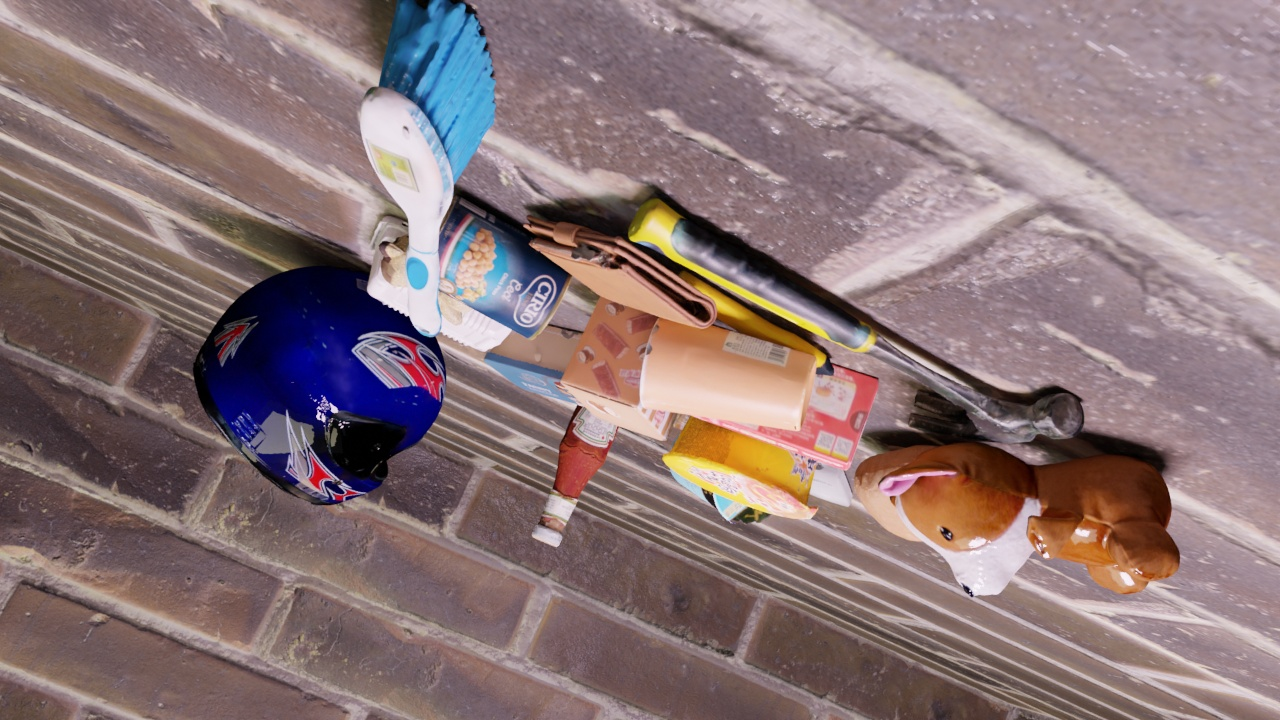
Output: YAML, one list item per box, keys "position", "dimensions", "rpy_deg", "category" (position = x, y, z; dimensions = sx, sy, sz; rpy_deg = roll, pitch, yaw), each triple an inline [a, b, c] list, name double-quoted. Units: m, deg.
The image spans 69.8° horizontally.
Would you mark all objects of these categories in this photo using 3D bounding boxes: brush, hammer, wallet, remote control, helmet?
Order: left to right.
- position: [-0.353, 0.025, 1.104]
  dimensions: [0.247, 0.240, 0.316]
  rpy_deg: [59, 178, 33]
  category: "helmet"
- position: [-0.137, -0.104, 0.600]
  dimensions: [0.060, 0.109, 0.315]
  rpy_deg: [21, 165, -1]
  category: "brush"
- position: [-0.019, -0.066, 0.672]
  dimensions: [0.107, 0.031, 0.132]
  rpy_deg: [33, 173, -37]
  category: "wallet"
- position: [0.218, 0.142, 1.092]
  dimensions: [0.056, 0.019, 0.135]
  rpy_deg: [16, 164, 25]
  category: "remote control"
- position: [0.137, -0.020, 0.631]
  dimensions: [0.323, 0.031, 0.126]
  rpy_deg: [27, 164, -13]
  category: "hammer"

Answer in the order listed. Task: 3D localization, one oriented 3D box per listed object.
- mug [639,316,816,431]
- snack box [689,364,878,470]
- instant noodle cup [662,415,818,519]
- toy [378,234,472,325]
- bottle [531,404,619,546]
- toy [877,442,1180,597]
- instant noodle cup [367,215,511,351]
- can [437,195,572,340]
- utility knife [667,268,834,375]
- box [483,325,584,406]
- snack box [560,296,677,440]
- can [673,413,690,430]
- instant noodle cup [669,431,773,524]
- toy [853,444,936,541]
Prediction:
- position: [0.069, 0.012, 0.704]
  dimensions: [0.123, 0.078, 0.078]
  rpy_deg: [12, 163, 15]
  category: "mug"
- position: [0.110, 0.029, 0.754]
  dimensions: [0.153, 0.075, 0.025]
  rpy_deg: [19, 166, 16]
  category: "snack box"
- position: [0.104, 0.067, 0.828]
  dimensions: [0.138, 0.109, 0.138]
  rpy_deg: [22, 165, 6]
  category: "instant noodle cup"
- position: [-0.154, -0.074, 0.821]
  dimensions: [0.157, 0.066, 0.105]
  rpy_deg: [14, 153, -2]
  category: "toy"
- position: [-0.071, 0.115, 1.071]
  dimensions: [0.060, 0.205, 0.060]
  rpy_deg: [21, 166, 5]
  category: "bottle"
- position: [0.282, 0.120, 0.688]
  dimensions: [0.200, 0.130, 0.140]
  rpy_deg: [14, 163, 20]
  category: "toy"
- position: [-0.196, -0.067, 0.918]
  dimensions: [0.173, 0.060, 0.138]
  rpy_deg: [27, 165, -18]
  category: "instant noodle cup"
- position: [-0.120, -0.075, 0.741]
  dimensions: [0.111, 0.075, 0.075]
  rpy_deg: [29, 164, -18]
  category: "can"
- position: [0.085, -0.030, 0.705]
  dimensions: [0.164, 0.015, 0.033]
  rpy_deg: [30, 158, -19]
  category: "utility knife"
- position: [-0.085, 0.006, 0.999]
  dimensions: [0.184, 0.061, 0.090]
  rpy_deg: [10, 160, 36]
  category: "box"
- position: [-0.005, 0.005, 0.806]
  dimensions: [0.077, 0.094, 0.093]
  rpy_deg: [18, 165, 23]
  category: "snack box"
- position: [0.107, 0.068, 0.928]
  dimensions: [0.147, 0.057, 0.058]
  rpy_deg: [24, 165, -1]
  category: "can"
- position: [0.096, 0.121, 1.064]
  dimensions: [0.111, 0.111, 0.120]
  rpy_deg: [32, 172, -31]
  category: "instant noodle cup"
- position: [0.293, 0.123, 0.816]
  dimensions: [0.143, 0.082, 0.226]
  rpy_deg: [28, 162, -29]
  category: "toy"
